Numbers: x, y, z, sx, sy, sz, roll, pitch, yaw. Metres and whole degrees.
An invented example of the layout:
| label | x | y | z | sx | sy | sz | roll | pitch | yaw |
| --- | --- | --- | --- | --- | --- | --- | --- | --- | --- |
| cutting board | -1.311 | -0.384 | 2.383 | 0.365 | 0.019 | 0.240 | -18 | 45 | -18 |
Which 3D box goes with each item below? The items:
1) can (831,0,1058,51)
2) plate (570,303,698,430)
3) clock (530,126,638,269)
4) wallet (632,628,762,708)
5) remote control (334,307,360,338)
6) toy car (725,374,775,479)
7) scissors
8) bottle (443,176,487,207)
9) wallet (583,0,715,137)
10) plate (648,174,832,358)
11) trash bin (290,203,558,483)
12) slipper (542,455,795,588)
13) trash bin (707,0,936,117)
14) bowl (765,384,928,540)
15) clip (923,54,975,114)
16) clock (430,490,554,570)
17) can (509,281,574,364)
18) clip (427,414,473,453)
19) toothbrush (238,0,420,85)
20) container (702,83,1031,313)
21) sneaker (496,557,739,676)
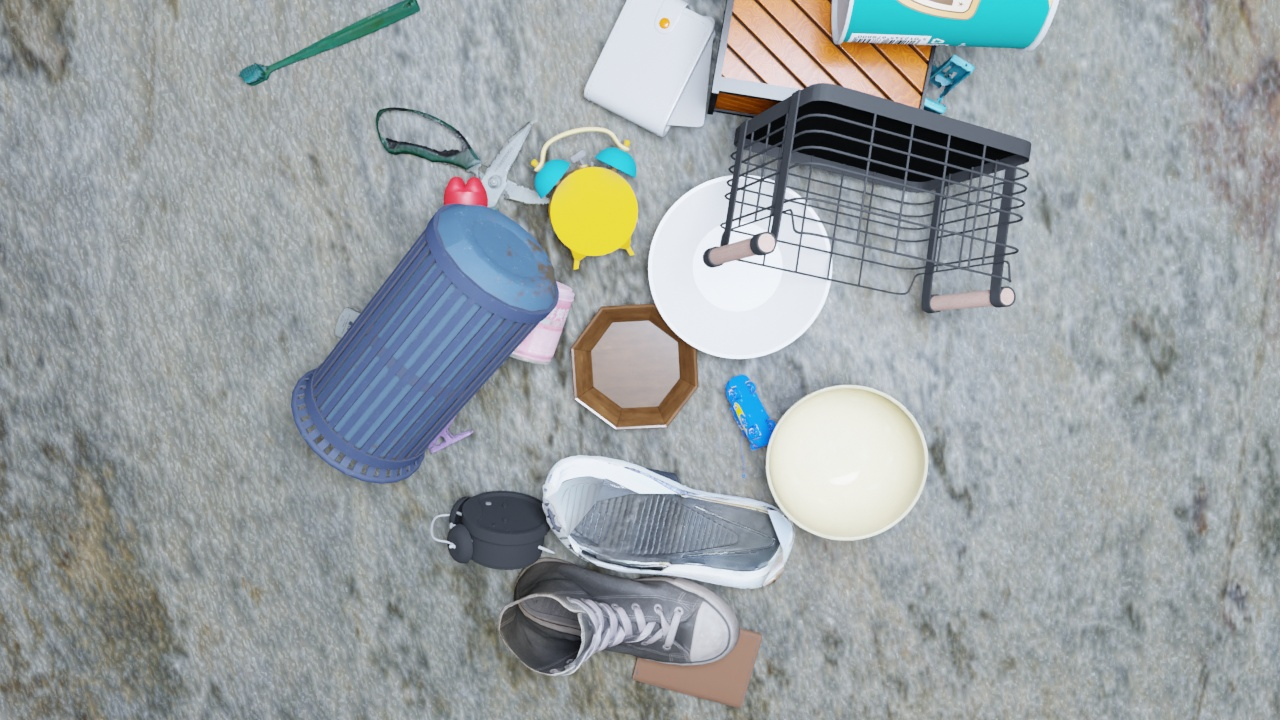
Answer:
| label | x | y | z | sx | sy | sz | roll | pitch | yaw |
| --- | --- | --- | --- | --- | --- | --- | --- | --- | --- |
| can | 0.223 | -0.284 | 0.681 | 0.144 | 0.099 | 0.099 | 3 | 98 | 2 |
| plate | -0.005 | 0.006 | 0.915 | 0.131 | 0.025 | 0.131 | 0 | 98 | 3 |
| clock | -0.048 | -0.158 | 0.882 | 0.099 | 0.043 | 0.130 | -14 | 106 | -6 |
| wallet | 0.059 | 0.311 | 0.963 | 0.121 | 0.013 | 0.087 | 14 | 99 | 3 |
| remote control | -0.243 | -0.014 | 0.931 | 0.136 | 0.013 | 0.033 | 24 | 98 | -1 |
| toy car | 0.101 | 0.068 | 0.923 | 0.062 | 0.033 | 0.092 | -38 | 75 | 47 |
| scissors | -0.188 | -0.168 | 0.906 | 0.206 | 0.015 | 0.202 | 33 | 99 | 0 |
| bottle | -0.168 | -0.105 | 0.886 | 0.042 | 0.042 | 0.141 | 2 | 101 | 2 |
| wallet | 0.023 | -0.276 | 0.863 | 0.115 | 0.037 | 0.118 | 28 | 99 | 6 |
| plate | 0.096 | -0.091 | 0.891 | 0.174 | 0.036 | 0.174 | 0 | 98 | 3 |
| trash bin | -0.191 | -0.017 | 0.828 | 0.139 | 0.139 | 0.250 | 43 | 116 | -4 |
| slipper | 0.025 | 0.161 | 0.921 | 0.263 | 0.063 | 0.111 | 14 | 97 | -12 |
| trash bin | 0.157 | -0.283 | 0.807 | 0.172 | 0.139 | 0.140 | 10 | 98 | 1 |
| bowl | 0.195 | 0.092 | 0.893 | 0.151 | 0.075 | 0.151 | 1 | 99 | 4 |
| clip | 0.269 | -0.253 | 0.821 | 0.030 | 0.130 | 0.120 | 35 | 81 | 0 |
| clock | -0.148 | 0.168 | 0.915 | 0.120 | 0.091 | 0.043 | 5 | 109 | -11 |
| can | -0.107 | -0.043 | 0.893 | 0.067 | 0.067 | 0.076 | 20 | 99 | 0 |
| clip | -0.198 | 0.079 | 0.943 | 0.050 | 0.013 | 0.029 | -40 | 93 | 10 |
| toothbrush | -0.303 | -0.309 | 0.889 | 0.190 | 0.017 | 0.016 | -21 | 97 | 6 |
| container | 0.192 | -0.127 | 0.782 | 0.241 | 0.163 | 0.130 | 10 | 87 | -18 |
| sneaker | -0.020 | 0.261 | 0.901 | 0.235 | 0.119 | 0.095 | 16 | 98 | 4 |
